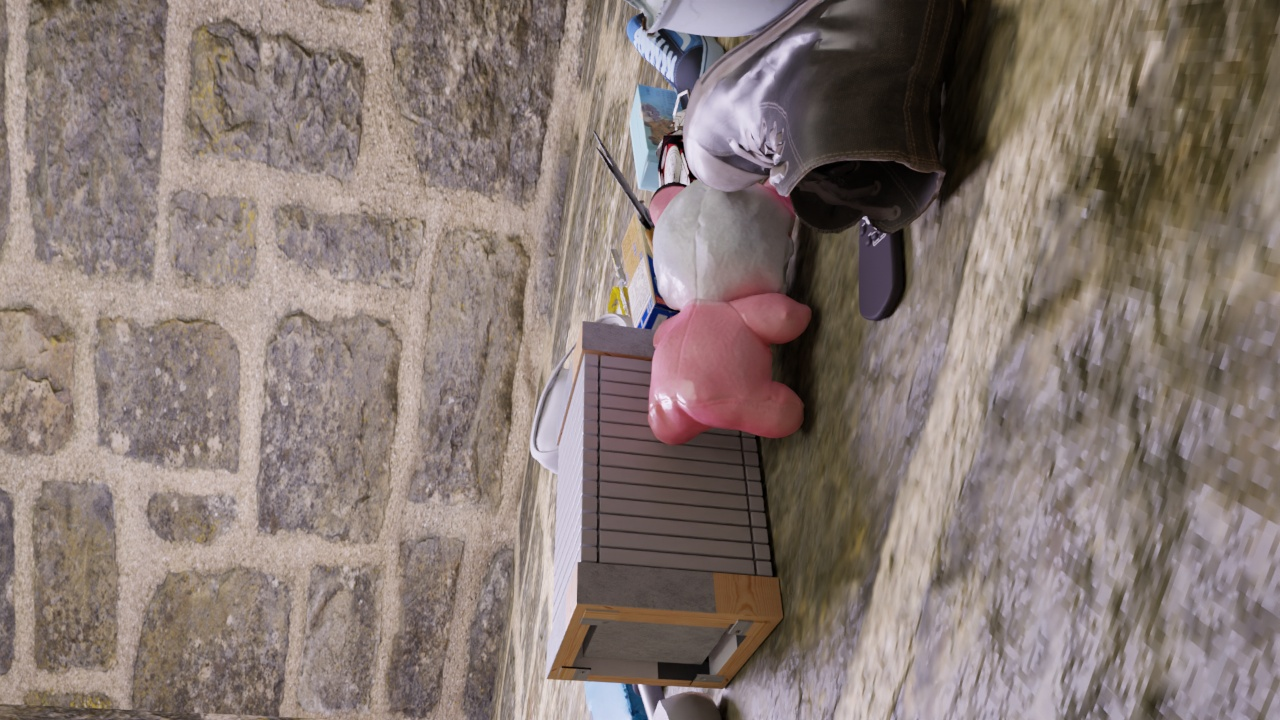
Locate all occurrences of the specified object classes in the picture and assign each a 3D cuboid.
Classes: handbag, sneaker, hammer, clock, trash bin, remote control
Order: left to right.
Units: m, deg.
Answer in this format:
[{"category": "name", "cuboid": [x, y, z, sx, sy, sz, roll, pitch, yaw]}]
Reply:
[{"category": "handbag", "cuboid": [-0.035, 0.026, 1.123, 0.216, 0.095, 0.222, -25, 41, 29]}, {"category": "hammer", "cuboid": [-0.009, 0.250, 0.857, 0.322, 0.043, 0.156, -114, 31, -49]}, {"category": "trash bin", "cuboid": [0.009, 0.115, 0.741, 0.143, 0.142, 0.246, 109, 164, -49]}, {"category": "sneaker", "cuboid": [0.032, -0.338, 1.029, 0.240, 0.098, 0.084, -96, 16, -49]}, {"category": "clock", "cuboid": [0.058, -0.180, 0.869, 0.115, 0.065, 0.154, 143, 118, -76]}, {"category": "sneaker", "cuboid": [0.092, -0.123, 0.538, 0.235, 0.095, 0.119, -17, 62, 59]}, {"category": "remote control", "cuboid": [0.139, -0.083, 0.541, 0.046, 0.009, 0.124, 125, 150, -68]}]

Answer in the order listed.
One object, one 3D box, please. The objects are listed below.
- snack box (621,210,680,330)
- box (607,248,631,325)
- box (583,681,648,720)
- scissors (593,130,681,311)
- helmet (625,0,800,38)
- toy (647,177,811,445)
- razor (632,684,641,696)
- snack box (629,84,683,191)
[{"category": "snack box", "cuboid": [0.021, -0.094, 1.032, 0.206, 0.057, 0.056, -99, 28, -51]}, {"category": "box", "cuboid": [-0.030, -0.082, 1.376, 0.209, 0.038, 0.130, -104, 15, -65]}, {"category": "box", "cuboid": [-0.031, 0.380, 1.046, 0.231, 0.048, 0.093, -124, 43, -74]}, {"category": "scissors", "cuboid": [0.012, -0.134, 0.903, 0.225, 0.016, 0.161, 59, -163, -25]}, {"category": "helmet", "cuboid": [0.086, -0.306, 0.541, 0.237, 0.163, 0.263, 125, 152, -61]}, {"category": "toy", "cuboid": [0.058, -0.046, 0.671, 0.142, 0.084, 0.212, -9, 66, 41]}, {"category": "razor", "cuboid": [0.011, 0.271, 0.917, 0.052, 0.047, 0.143, -26, -57, -73]}, {"category": "snack box", "cuboid": [0.033, -0.250, 1.037, 0.174, 0.075, 0.053, -95, 17, -49]}]
